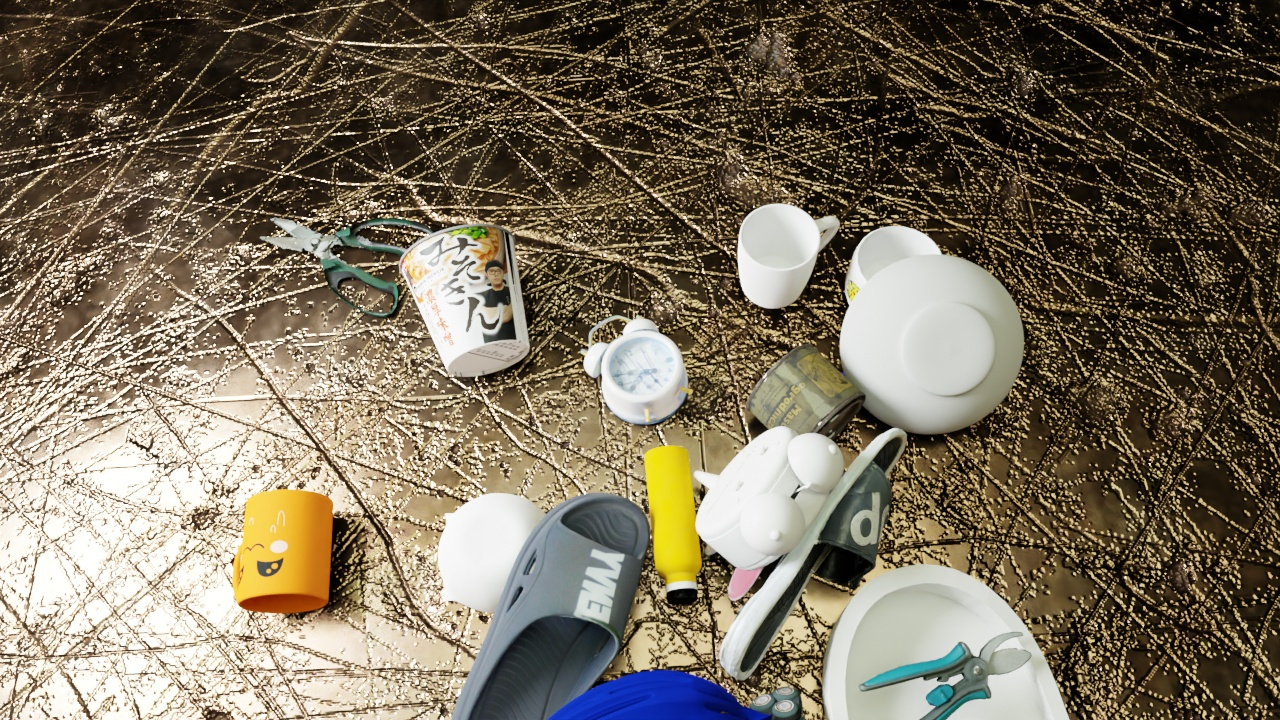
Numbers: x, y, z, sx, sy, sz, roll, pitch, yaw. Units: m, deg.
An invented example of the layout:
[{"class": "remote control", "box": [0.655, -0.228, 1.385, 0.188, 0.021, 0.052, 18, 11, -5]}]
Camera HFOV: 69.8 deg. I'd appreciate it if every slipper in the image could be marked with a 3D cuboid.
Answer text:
[{"class": "slipper", "box": [-0.072, 0.232, 0.788, 0.110, 0.083, 0.267, 33, 71, -13]}, {"class": "slipper", "box": [0.169, 0.177, 0.808, 0.063, 0.111, 0.263, 35, 72, 28]}]

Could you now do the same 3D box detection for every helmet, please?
[{"class": "helmet", "box": [0.010, 0.358, 0.700, 0.241, 0.148, 0.227, -27, 61, -11]}]

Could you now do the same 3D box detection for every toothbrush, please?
[{"class": "toothbrush", "box": [0.120, 0.168, 0.865, 0.021, 0.016, 0.134, 28, 68, 18]}]

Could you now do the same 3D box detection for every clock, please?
[{"class": "clock", "box": [-0.006, 0.005, 0.935, 0.088, 0.052, 0.125, -34, 64, -12]}, {"class": "clock", "box": [0.103, 0.116, 0.809, 0.073, 0.161, 0.125, 41, 70, -7]}]

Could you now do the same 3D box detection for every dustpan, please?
[{"class": "dustpan", "box": [0.259, 0.304, 0.769, 0.191, 0.053, 0.257, -14, 64, -4]}]

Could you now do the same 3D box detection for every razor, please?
[{"class": "razor", "box": [0.138, 0.343, 0.759, 0.047, 0.052, 0.142, -16, 67, -16]}]

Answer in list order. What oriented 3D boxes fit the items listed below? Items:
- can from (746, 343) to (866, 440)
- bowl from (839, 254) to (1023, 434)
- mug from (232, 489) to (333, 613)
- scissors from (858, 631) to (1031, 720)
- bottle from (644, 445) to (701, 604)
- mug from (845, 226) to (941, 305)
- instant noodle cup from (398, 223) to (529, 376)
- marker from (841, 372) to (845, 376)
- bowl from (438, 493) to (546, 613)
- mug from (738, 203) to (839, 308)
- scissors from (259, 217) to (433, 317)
[{"class": "can", "box": [0.160, 0.041, 0.884, 0.089, 0.090, 0.074, -38, 68, -15]}, {"class": "bowl", "box": [0.284, -0.013, 0.874, 0.176, 0.066, 0.176, 0, 95, 0]}, {"class": "mug", "box": [-0.342, 0.183, 0.857, 0.113, 0.077, 0.095, -21, 60, 27]}, {"class": "scissors", "box": [0.249, 0.270, 0.759, 0.126, 0.019, 0.154, 24, 74, 5]}, {"class": "bottle", "box": [0.032, 0.154, 0.861, 0.043, 0.043, 0.143, -6, 63, 0]}, {"class": "mug", "box": [0.269, -0.077, 0.950, 0.094, 0.068, 0.115, -30, 66, -12]}, {"class": "instant noodle cup", "box": [-0.172, -0.056, 0.943, 0.123, 0.124, 0.121, -17, 73, -6]}, {"class": "marker", "box": [0.255, 0.024, 0.927, 0.141, 0.020, 0.020, 3, 64, 5]}, {"class": "bowl", "box": [-0.136, 0.173, 0.856, 0.115, 0.051, 0.114, -1, 63, 2]}, {"class": "mug", "box": [0.156, -0.112, 0.962, 0.114, 0.088, 0.081, -26, 65, -10]}, {"class": "scissors", "box": [-0.330, -0.140, 1.042, 0.210, 0.015, 0.137, 30, 72, 15]}]
